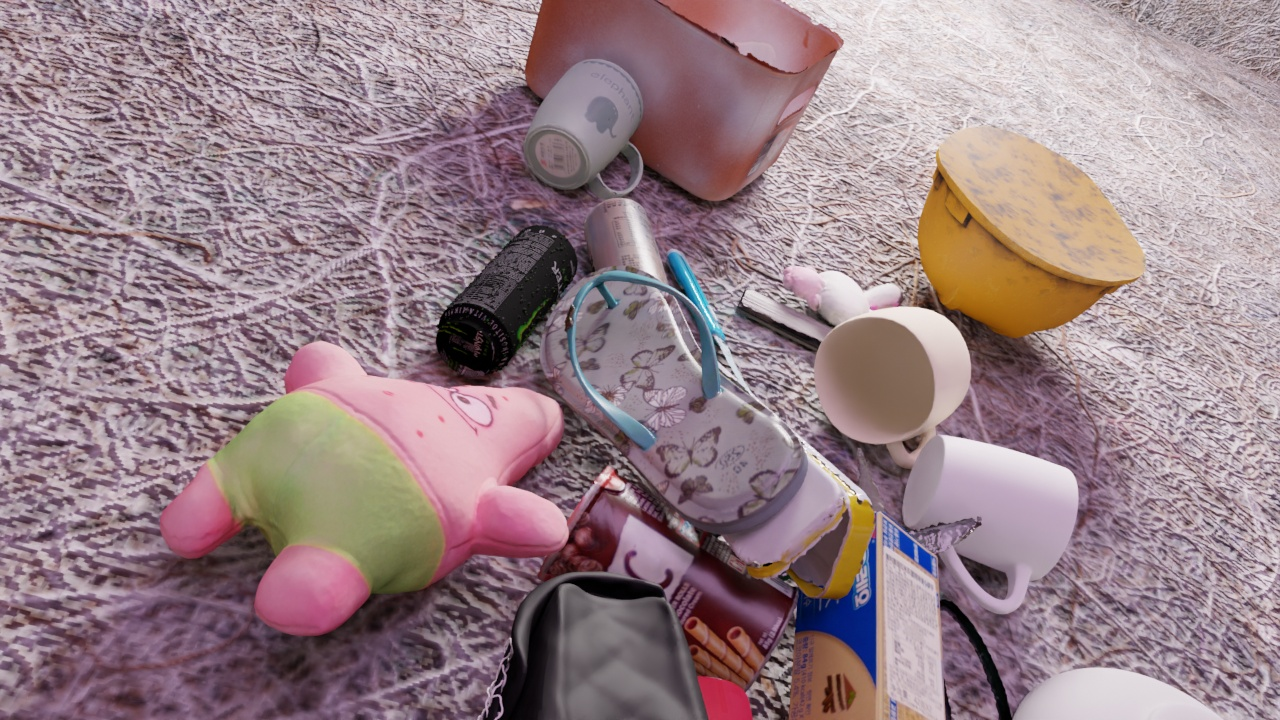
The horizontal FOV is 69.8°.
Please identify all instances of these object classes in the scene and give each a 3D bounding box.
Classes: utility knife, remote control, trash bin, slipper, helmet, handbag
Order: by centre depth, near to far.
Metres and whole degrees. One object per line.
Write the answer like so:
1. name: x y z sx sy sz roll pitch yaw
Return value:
1. handbag: -0.047 0.161 0.346 0.114 0.154 0.125 11 36 -12
2. slipper: -0.003 0.003 0.536 0.098 0.055 0.268 -33 38 -3
3. utility knife: 0.057 -0.027 0.722 0.022 0.015 0.176 24 32 -45
4. remote control: 0.144 -0.021 0.762 0.136 0.013 0.033 26 38 3
5. helmet: 0.343 -0.105 0.869 0.205 0.132 0.254 27 38 1
6. trash bin: 0.034 -0.293 0.897 0.260 0.158 0.181 35 39 10

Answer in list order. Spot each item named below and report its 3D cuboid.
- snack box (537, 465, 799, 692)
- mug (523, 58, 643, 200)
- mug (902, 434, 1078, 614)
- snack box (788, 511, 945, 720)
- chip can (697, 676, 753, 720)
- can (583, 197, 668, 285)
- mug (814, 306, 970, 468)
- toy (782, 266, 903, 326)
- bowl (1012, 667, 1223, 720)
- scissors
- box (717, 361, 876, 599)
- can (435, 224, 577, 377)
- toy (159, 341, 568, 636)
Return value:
1. snack box: 0.015 0.118 0.487 0.121 0.072 0.072 32 39 7
2. mug: -0.043 -0.193 0.812 0.111 0.084 0.103 46 45 -20
3. mug: 0.229 0.110 0.615 0.087 0.081 0.114 19 59 1
4. snack box: 0.110 0.177 0.450 0.056 0.057 0.206 38 43 -25
5. chip can: 0.030 0.241 0.358 0.069 0.069 0.220 11 40 -18
6. can: -0.009 -0.066 0.697 0.054 0.054 0.135 8 42 -21
7. mug: 0.198 0.019 0.689 0.099 0.096 0.120 -14 90 -50
8. toy: 0.177 -0.050 0.794 0.122 0.038 0.079 21 41 -14
9. bowl: 0.298 0.242 0.502 0.176 0.066 0.176 15 40 -13
10. scissors: 0.134 0.150 0.540 0.201 0.015 0.203 -12 63 -15
11. box: 0.057 0.054 0.531 0.070 0.067 0.210 28 10 -29
12. can: -0.089 -0.043 0.627 0.054 0.054 0.137 27 39 2
13. toy: -0.114 0.053 0.473 0.192 0.097 0.236 29 25 24
